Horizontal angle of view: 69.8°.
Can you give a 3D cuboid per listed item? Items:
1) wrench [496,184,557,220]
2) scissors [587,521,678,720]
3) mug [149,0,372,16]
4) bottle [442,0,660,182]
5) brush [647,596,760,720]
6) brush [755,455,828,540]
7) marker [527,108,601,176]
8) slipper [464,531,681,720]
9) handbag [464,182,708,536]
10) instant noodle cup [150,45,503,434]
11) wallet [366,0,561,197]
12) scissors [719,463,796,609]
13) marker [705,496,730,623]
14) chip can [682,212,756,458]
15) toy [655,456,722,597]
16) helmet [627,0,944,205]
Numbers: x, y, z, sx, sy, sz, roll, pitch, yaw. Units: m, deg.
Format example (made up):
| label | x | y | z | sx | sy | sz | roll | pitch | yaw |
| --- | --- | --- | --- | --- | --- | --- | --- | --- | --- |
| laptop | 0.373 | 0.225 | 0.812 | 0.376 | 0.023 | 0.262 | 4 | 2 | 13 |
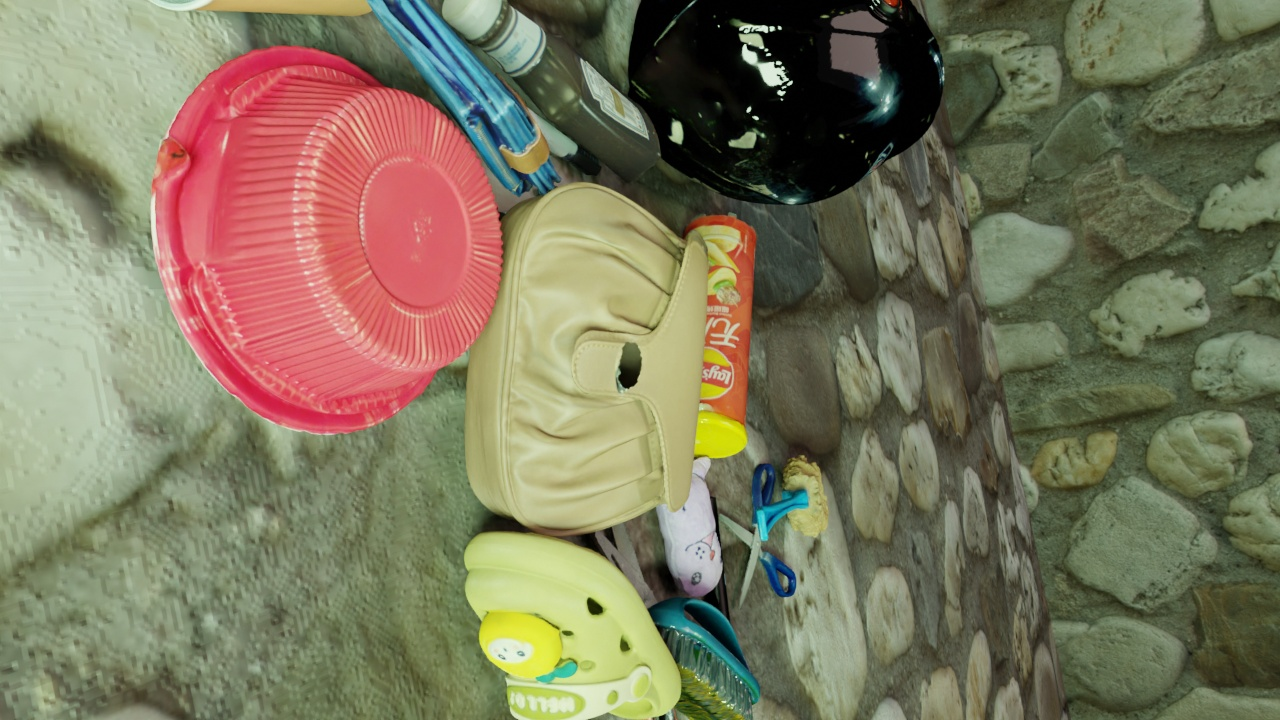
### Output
| label | x | y | z | sx | sy | sz | roll | pitch | yaw |
| --- | --- | --- | --- | --- | --- | --- | --- | --- | --- |
| wrench | -0.118 | -0.095 | 0.560 | 0.272 | 0.016 | 0.056 | -3 | 83 | -61 |
| scissors | 0.007 | 0.202 | 0.673 | 0.195 | 0.015 | 0.215 | 30 | 55 | -53 |
| mug | -0.177 | -0.204 | 0.441 | 0.122 | 0.078 | 0.078 | -32 | 108 | -64 |
| bottle | -0.060 | -0.203 | 0.664 | 0.194 | 0.044 | 0.079 | 29 | 35 | -48 |
| brush | 0.043 | 0.213 | 0.659 | 0.144 | 0.055 | 0.073 | 52 | 40 | -38 |
| brush | 0.139 | 0.137 | 0.863 | 0.254 | 0.046 | 0.083 | 3 | 79 | -69 |
| marker | -0.069 | -0.165 | 0.666 | 0.130 | 0.022 | 0.018 | 21 | 100 | -57 |
| slipper | -0.038 | 0.173 | 0.534 | 0.190 | 0.092 | 0.081 | 58 | 37 | -37 |
| handbag | -0.024 | 0.002 | 0.547 | 0.147 | 0.100 | 0.204 | 5 | 90 | -32 |
| instant noodle cup | -0.131 | -0.060 | 0.451 | 0.193 | 0.066 | 0.193 | 9 | 80 | -60 |
| wallet | -0.095 | -0.149 | 0.517 | 0.106 | 0.040 | 0.133 | 50 | 1 | 9 |
| scissors | 0.114 | 0.169 | 0.875 | 0.173 | 0.012 | 0.162 | 44 | 44 | -45 |
| marker | 0.061 | 0.181 | 0.773 | 0.022 | 0.020 | 0.132 | -2 | 81 | -31 |
| chip can | 0.061 | -0.025 | 0.795 | 0.073 | 0.073 | 0.216 | 44 | 42 | -45 |
| toy | 0.040 | 0.134 | 0.730 | 0.083 | 0.039 | 0.108 | -13 | 91 | -54 |
| helmet | 0.117 | -0.245 | 0.794 | 0.274 | 0.234 | 0.229 | 35 | 56 | 1 |
